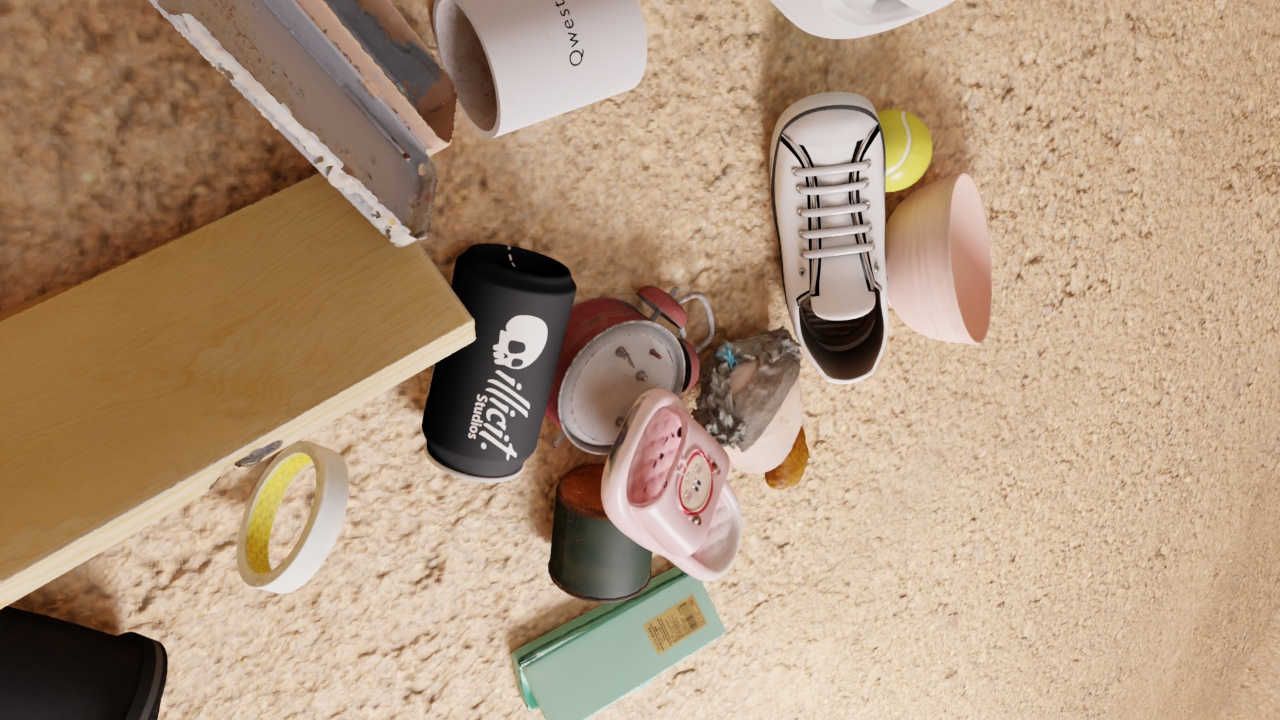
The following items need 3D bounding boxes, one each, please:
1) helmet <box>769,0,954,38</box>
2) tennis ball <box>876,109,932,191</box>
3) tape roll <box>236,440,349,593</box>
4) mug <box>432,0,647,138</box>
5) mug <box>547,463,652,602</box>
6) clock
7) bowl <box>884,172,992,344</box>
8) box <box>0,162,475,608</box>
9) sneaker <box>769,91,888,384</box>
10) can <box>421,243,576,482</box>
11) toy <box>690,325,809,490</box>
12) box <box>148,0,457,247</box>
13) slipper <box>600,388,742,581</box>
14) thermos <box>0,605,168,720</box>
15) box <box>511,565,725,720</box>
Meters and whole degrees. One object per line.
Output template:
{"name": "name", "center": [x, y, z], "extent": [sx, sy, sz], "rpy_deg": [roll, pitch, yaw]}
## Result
{"name": "helmet", "center": [0.174, -0.346, 0.565], "extent": [0.224, 0.184, 0.281], "rpy_deg": [51, 55, -27]}
{"name": "tennis ball", "center": [0.203, -0.170, 0.745], "extent": [0.065, 0.065, 0.065], "rpy_deg": [-16, 122, -28]}
{"name": "tape roll", "center": [-0.218, 0.097, 0.573], "extent": [0.019, 0.094, 0.094], "rpy_deg": [31, 94, -42]}
{"name": "mug", "center": [-0.066, -0.203, 0.537], "extent": [0.096, 0.083, 0.119], "rpy_deg": [-26, 98, -22]}
{"name": "mug", "center": [-0.023, 0.131, 0.746], "extent": [0.110, 0.085, 0.081], "rpy_deg": [-35, 136, -58]}
{"name": "clock", "center": [-0.005, 0.004, 0.696], "extent": [0.156, 0.062, 0.110], "rpy_deg": [-32, 128, -18]}
{"name": "bowl", "center": [0.254, -0.085, 0.806], "extent": [0.152, 0.076, 0.153], "rpy_deg": [10, 79, -56]}
{"name": "box", "center": [-0.236, -0.002, 0.490], "extent": [0.248, 0.185, 0.142], "rpy_deg": [-32, 107, -19]}
{"name": "sneaker", "center": [0.152, -0.080, 0.717], "extent": [0.091, 0.097, 0.246], "rpy_deg": [-4, 128, 7]}
{"name": "can", "center": [-0.097, 0.001, 0.616], "extent": [0.080, 0.080, 0.146], "rpy_deg": [2, 113, -36]}
{"name": "toy", "center": [0.100, 0.047, 0.786], "extent": [0.132, 0.076, 0.176], "rpy_deg": [-51, 132, -22]}
{"name": "box", "center": [-0.168, -0.167, 0.435], "extent": [0.043, 0.150, 0.216], "rpy_deg": [-27, 133, 14]}
{"name": "slipper", "center": [0.035, 0.099, 0.688], "extent": [0.221, 0.056, 0.106], "rpy_deg": [53, 52, -49]}
{"name": "thermos", "center": [-0.380, 0.171, 0.501], "extent": [0.106, 0.106, 0.218], "rpy_deg": [-50, 127, -2]}
{"name": "box", "center": [-0.013, 0.259, 0.817], "extent": [0.188, 0.080, 0.077], "rpy_deg": [-21, 123, -25]}
